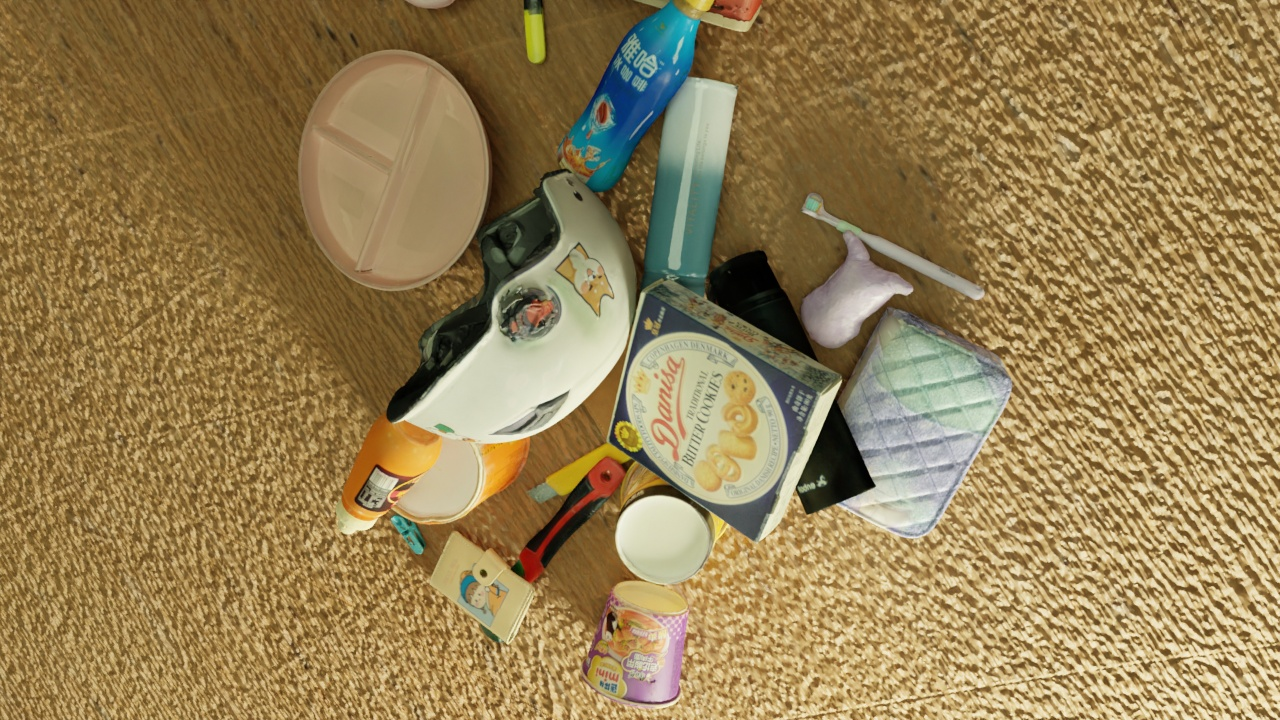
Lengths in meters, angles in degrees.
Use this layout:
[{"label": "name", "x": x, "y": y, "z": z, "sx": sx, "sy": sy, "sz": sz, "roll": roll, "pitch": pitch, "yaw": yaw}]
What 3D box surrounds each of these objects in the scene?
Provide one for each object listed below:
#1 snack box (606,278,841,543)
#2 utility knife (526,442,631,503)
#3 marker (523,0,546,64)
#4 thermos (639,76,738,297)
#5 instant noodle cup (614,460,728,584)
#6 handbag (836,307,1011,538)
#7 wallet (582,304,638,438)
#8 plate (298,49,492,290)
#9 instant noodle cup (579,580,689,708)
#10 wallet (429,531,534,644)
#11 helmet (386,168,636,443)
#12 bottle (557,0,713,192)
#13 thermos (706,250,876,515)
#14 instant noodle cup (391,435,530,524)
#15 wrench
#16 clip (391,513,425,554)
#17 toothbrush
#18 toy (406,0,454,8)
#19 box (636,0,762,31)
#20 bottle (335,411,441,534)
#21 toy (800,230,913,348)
[{"label": "snack box", "x": 0.065, "y": 0.045, "z": 0.818, "sx": 0.182, "sy": 0.045, "sz": 0.178, "roll": 31, "pitch": 130, "yaw": 22}, {"label": "utility knife", "x": -0.045, "y": 0.105, "z": 0.967, "sx": 0.181, "sy": 0.015, "sz": 0.033, "roll": -30, "pitch": 78, "yaw": 16}, {"label": "marker", "x": -0.102, "y": -0.345, "z": 0.868, "sx": 0.018, "sy": 0.015, "sz": 0.124, "roll": -2, "pitch": 100, "yaw": 9}, {"label": "thermos", "x": 0.043, "y": -0.147, "z": 0.851, "sx": 0.070, "sy": 0.070, "sz": 0.220, "roll": 9, "pitch": 98, "yaw": 8}, {"label": "instant noodle cup", "x": 0.031, "y": 0.156, "z": 0.916, "sx": 0.118, "sy": 0.114, "sz": 0.118, "roll": 2, "pitch": 105, "yaw": 9}, {"label": "handbag", "x": 0.252, "y": 0.061, "z": 0.875, "sx": 0.134, "sy": 0.075, "sz": 0.194, "roll": 27, "pitch": 106, "yaw": 8}, {"label": "wallet", "x": -0.006, "y": 0.005, "z": 0.927, "sx": 0.132, "sy": 0.031, "sz": 0.108, "roll": -32, "pitch": 95, "yaw": 11}, {"label": "plate", "x": -0.239, "y": -0.183, "z": 0.897, "sx": 0.230, "sy": 0.028, "sz": 0.229, "roll": 3, "pitch": 96, "yaw": 24}, {"label": "instant noodle cup", "x": -0.001, "y": 0.292, "z": 0.963, "sx": 0.111, "sy": 0.111, "sz": 0.099, "roll": 13, "pitch": 98, "yaw": 6}, {"label": "wallet", "x": -0.173, "y": 0.246, "z": 1.008, "sx": 0.115, "sy": 0.024, "sz": 0.087, "roll": 33, "pitch": 115, "yaw": 17}, {"label": "helmet", "x": -0.096, "y": -0.029, "z": 0.836, "sx": 0.157, "sy": 0.231, "sz": 0.273, "roll": 32, "pitch": 66, "yaw": -20}, {"label": "bottle", "x": -0.001, "y": -0.242, "z": 0.806, "sx": 0.065, "sy": 0.065, "sz": 0.219, "roll": 40, "pitch": 132, "yaw": -2}, {"label": "thermos", "x": 0.132, "y": 0.022, "z": 0.861, "sx": 0.090, "sy": 0.068, "sz": 0.242, "roll": -40, "pitch": 69, "yaw": 54}, {"label": "instant noodle cup", "x": -0.200, "y": 0.091, "z": 0.941, "sx": 0.151, "sy": 0.111, "sz": 0.151, "roll": 2, "pitch": 104, "yaw": 10}, {"label": "wrench", "x": -0.101, "y": 0.205, "z": 0.990, "sx": 0.056, "sy": 0.016, "sz": 0.274, "roll": 38, "pitch": 112, "yaw": 7}, {"label": "clip", "x": -0.258, "y": 0.191, "z": 1.024, "sx": 0.014, "sy": 0.047, "sz": 0.057, "roll": -24, "pitch": 101, "yaw": 13}, {"label": "toothbrush", "x": 0.239, "y": -0.106, "z": 0.864, "sx": 0.189, "sy": 0.029, "sz": 0.021, "roll": 28, "pitch": 147, "yaw": 1}, {"label": "toy", "x": -0.207, "y": -0.410, "z": 0.852, "sx": 0.121, "sy": 0.054, "sz": 0.159, "roll": -39, "pitch": 87, "yaw": 16}, {"label": "box", "x": 0.030, "y": -0.352, "z": 0.793, "sx": 0.168, "sy": 0.091, "sz": 0.076, "roll": 18, "pitch": 127, "yaw": 5}, {"label": "bottle", "x": -0.246, "y": 0.112, "z": 0.866, "sx": 0.067, "sy": 0.066, "sz": 0.150, "roll": 38, "pitch": 114, "yaw": -1}, {"label": "toy", "x": 0.192, "y": -0.059, "z": 0.864, "sx": 0.084, "sy": 0.038, "sz": 0.108, "roll": 50, "pitch": 128, "yaw": 18}]
